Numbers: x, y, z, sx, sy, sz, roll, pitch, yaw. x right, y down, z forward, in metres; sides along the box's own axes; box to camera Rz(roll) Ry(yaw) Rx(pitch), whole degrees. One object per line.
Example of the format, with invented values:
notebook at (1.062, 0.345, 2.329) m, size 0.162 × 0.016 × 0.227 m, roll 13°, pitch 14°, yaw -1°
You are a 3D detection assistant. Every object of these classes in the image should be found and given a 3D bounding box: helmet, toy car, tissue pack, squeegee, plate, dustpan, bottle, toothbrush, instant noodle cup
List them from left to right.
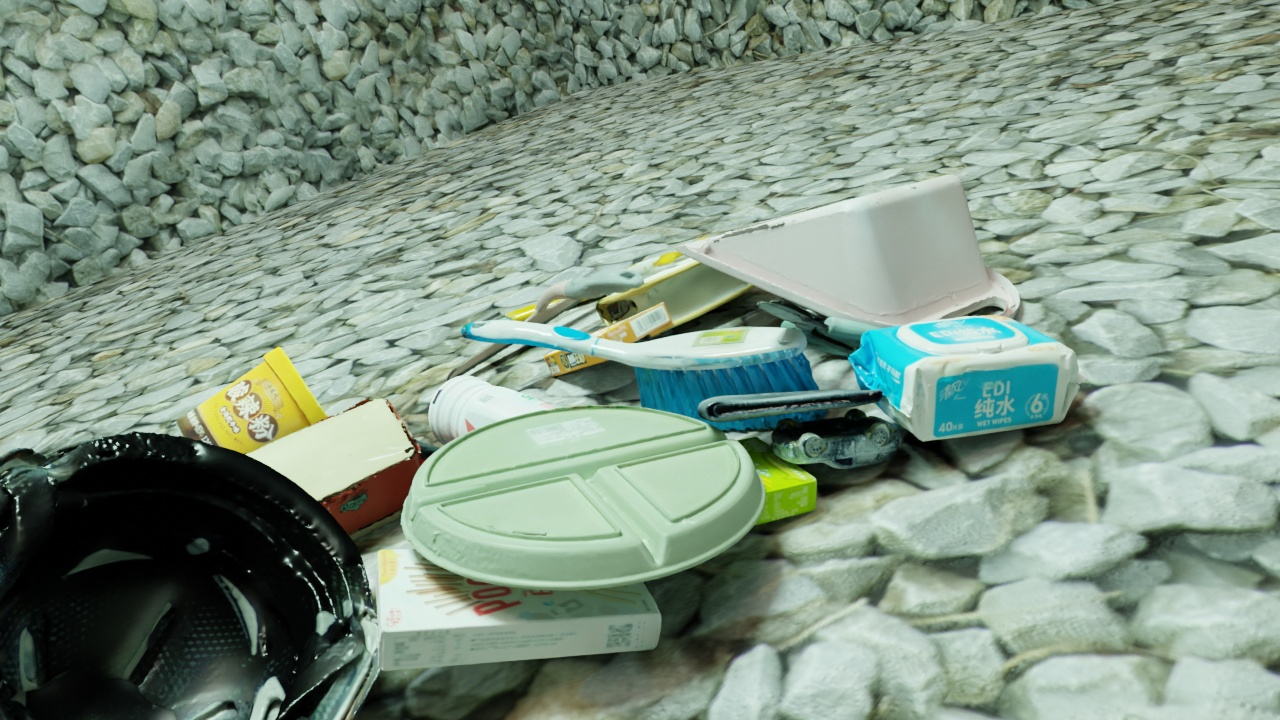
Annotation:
helmet at (-0.268, 0.166, 0.486) m, size 0.157 × 0.230 × 0.274 m, roll -55°, pitch 19°, yaw 8°
instant noodle cup at (-0.360, 0.066, 0.868) m, size 0.114 × 0.118 × 0.118 m, roll -33°, pitch 27°, yaw -20°
bottle at (-0.100, 0.062, 0.762) m, size 0.068 × 0.068 × 0.197 m, roll -32°, pitch 31°, yaw -34°
squeegee at (-0.069, -0.066, 0.949) m, size 0.247 × 0.040 × 0.250 m, roll -34°, pitch 10°, yaw -30°
plate at (-0.036, 0.075, 0.585) m, size 0.230 × 0.027 × 0.230 m, roll -1°, pitch 18°, yaw 0°
toothbrush at (0.031, -0.113, 1.019) m, size 0.018 × 0.016 × 0.192 m, roll -16°, pitch 2°, yaw -28°
toy car at (0.135, 0.056, 0.639) m, size 0.090 × 0.034 × 0.043 m, roll -5°, pitch 18°, yaw -17°
dustpan at (0.202, -0.082, 0.865) m, size 0.222 × 0.139 × 0.274 m, roll -19°, pitch 8°, yaw -33°
tissue pack at (0.228, 0.007, 0.649) m, size 0.140 × 0.063 × 0.090 m, roll -6°, pitch 21°, yaw -11°

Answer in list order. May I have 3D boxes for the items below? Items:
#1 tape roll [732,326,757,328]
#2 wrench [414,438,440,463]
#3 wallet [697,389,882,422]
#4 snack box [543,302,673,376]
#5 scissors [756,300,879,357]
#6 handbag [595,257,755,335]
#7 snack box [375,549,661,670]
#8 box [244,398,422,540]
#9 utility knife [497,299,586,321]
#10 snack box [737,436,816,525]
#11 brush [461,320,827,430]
tape roll at (0.085, -0.009, 0.869) m, size 0.086 × 0.014 × 0.085 m, roll -14°, pitch 22°, yaw 6°
wrench at (-0.181, 0.083, 0.793) m, size 0.016 × 0.056 × 0.274 m, roll -3°, pitch 6°, yaw -40°
wallet at (0.102, 0.031, 0.654) m, size 0.121 × 0.019 × 0.097 m, roll -6°, pitch -1°, yaw 0°
snack box at (-0.034, -0.018, 0.889) m, size 0.075 × 0.026 × 0.154 m, roll -27°, pitch 5°, yaw -26°
scissors at (0.164, -0.022, 0.723) m, size 0.132 × 0.019 × 0.185 m, roll 10°, pitch -5°, yaw 25°
handbag at (0.034, -0.076, 1.020) m, size 0.163 × 0.063 × 0.179 m, roll -26°, pitch 10°, yaw -23°
snack box at (-0.074, 0.141, 0.540) m, size 0.156 × 0.027 × 0.084 m, roll 2°, pitch 18°, yaw -18°
box at (-0.263, 0.097, 0.733) m, size 0.168 × 0.080 × 0.091 m, roll -25°, pitch 49°, yaw -23°
utility knife at (-0.112, -0.067, 1.132) m, size 0.195 × 0.015 × 0.033 m, roll -19°, pitch 19°, yaw -6°
snack box at (0.030, 0.090, 0.619) m, size 0.156 × 0.026 × 0.086 m, roll -10°, pitch 21°, yaw -20°
brush at (-0.005, 0.005, 0.773) m, size 0.315 × 0.109 × 0.060 m, roll -4°, pitch 31°, yaw 26°
